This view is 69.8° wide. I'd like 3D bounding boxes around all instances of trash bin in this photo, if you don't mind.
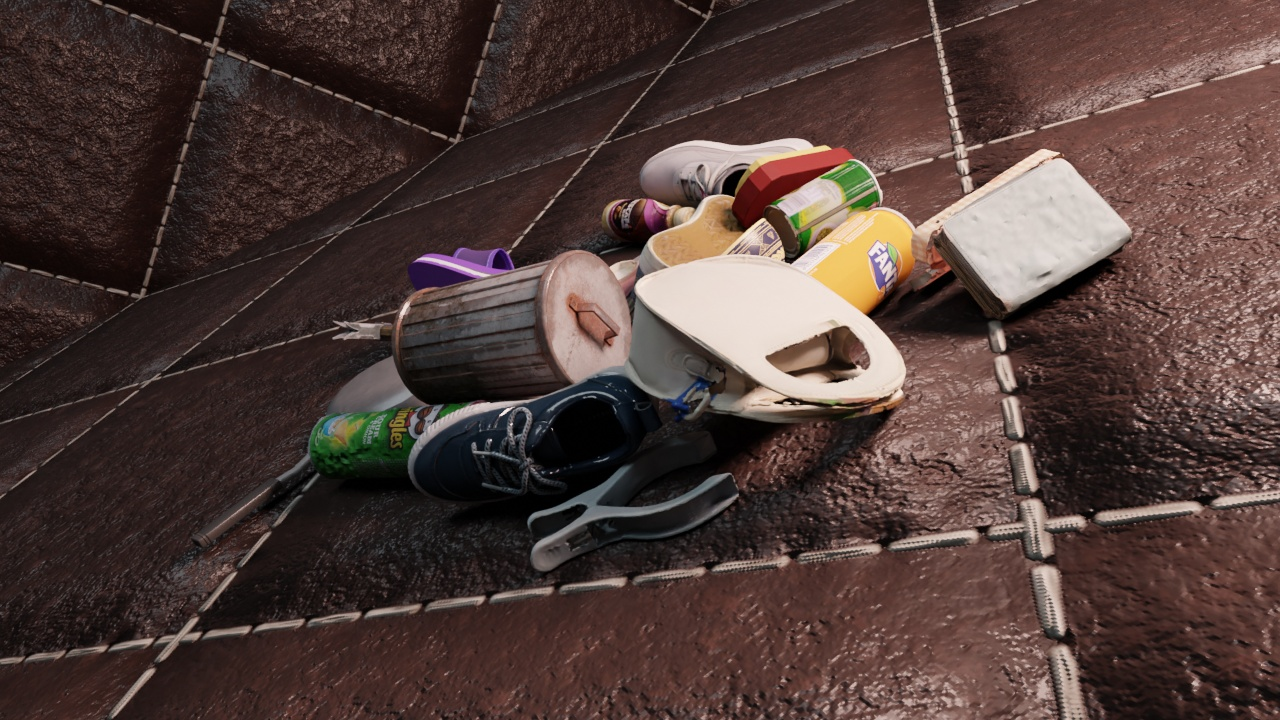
[{"bbox_3d":[-0.116,-0.025,0.866,0.212,0.131,0.130,-7,29,34],"label":"trash bin"}]

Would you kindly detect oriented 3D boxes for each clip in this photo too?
[{"bbox_3d":[-0.002,0.118,0.675,0.171,0.029,0.141,-28,22,-8],"label":"clip"}]

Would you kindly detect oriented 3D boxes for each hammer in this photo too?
[{"bbox_3d":[-0.223,-0.031,1.141,0.317,0.028,0.146,4,2,35],"label":"hammer"}]

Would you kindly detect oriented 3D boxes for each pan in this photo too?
[{"bbox_3d":[-0.345,0.084,1.030,0.179,0.041,0.356,2,34,44],"label":"pan"}]

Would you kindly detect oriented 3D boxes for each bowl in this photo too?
[{"bbox_3d":[0.106,-0.083,0.934,0.112,0.061,0.112,-44,-3,-3],"label":"bowl"}]

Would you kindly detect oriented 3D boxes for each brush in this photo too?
[{"bbox_3d":[0.176,-0.207,1.069,0.173,0.082,0.042,-18,62,-36],"label":"brush"}]

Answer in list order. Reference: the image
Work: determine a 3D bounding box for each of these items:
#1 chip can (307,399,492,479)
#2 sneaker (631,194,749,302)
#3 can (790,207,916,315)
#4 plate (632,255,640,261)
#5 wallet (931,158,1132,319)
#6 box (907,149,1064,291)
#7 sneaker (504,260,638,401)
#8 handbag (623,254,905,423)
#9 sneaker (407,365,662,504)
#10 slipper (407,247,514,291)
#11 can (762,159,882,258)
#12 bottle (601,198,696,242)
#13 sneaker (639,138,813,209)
[{"bbox_3d":[-0.231,0.081,0.897,0.224,0.075,0.075,-5,30,36],"label":"chip can"},{"bbox_3d":[0.069,-0.120,1.051,0.234,0.087,0.079,-38,-17,-49],"label":"sneaker"},{"bbox_3d":[0.190,-0.078,0.843,0.142,0.079,0.079,-38,28,-30],"label":"can"},{"bbox_3d":[0.043,-0.128,1.156,0.178,0.012,0.178,-19,24,9],"label":"plate"},{"bbox_3d":[0.324,-0.100,0.767,0.131,0.054,0.100,-27,65,-9],"label":"wallet"},{"bbox_3d":[0.321,-0.128,0.847,0.186,0.083,0.043,-30,40,-19],"label":"box"},{"bbox_3d":[-0.075,-0.049,1.001,0.118,0.088,0.240,1,39,43],"label":"sneaker"},{"bbox_3d":[0.102,0.000,0.713,0.200,0.093,0.200,-18,39,-42],"label":"handbag"},{"bbox_3d":[-0.091,0.073,0.749,0.236,0.089,0.087,-21,15,15],"label":"sneaker"},{"bbox_3d":[-0.181,-0.095,1.174,0.267,0.107,0.083,12,43,43],"label":"slipper"},{"bbox_3d":[0.206,-0.171,1.035,0.120,0.067,0.067,-30,25,-13],"label":"can"},{"bbox_3d":[0.016,-0.191,1.253,0.059,0.060,0.166,-38,28,-29],"label":"bottle"},{"bbox_3d":[0.097,-0.230,1.213,0.264,0.097,0.128,5,31,35],"label":"sneaker"}]
